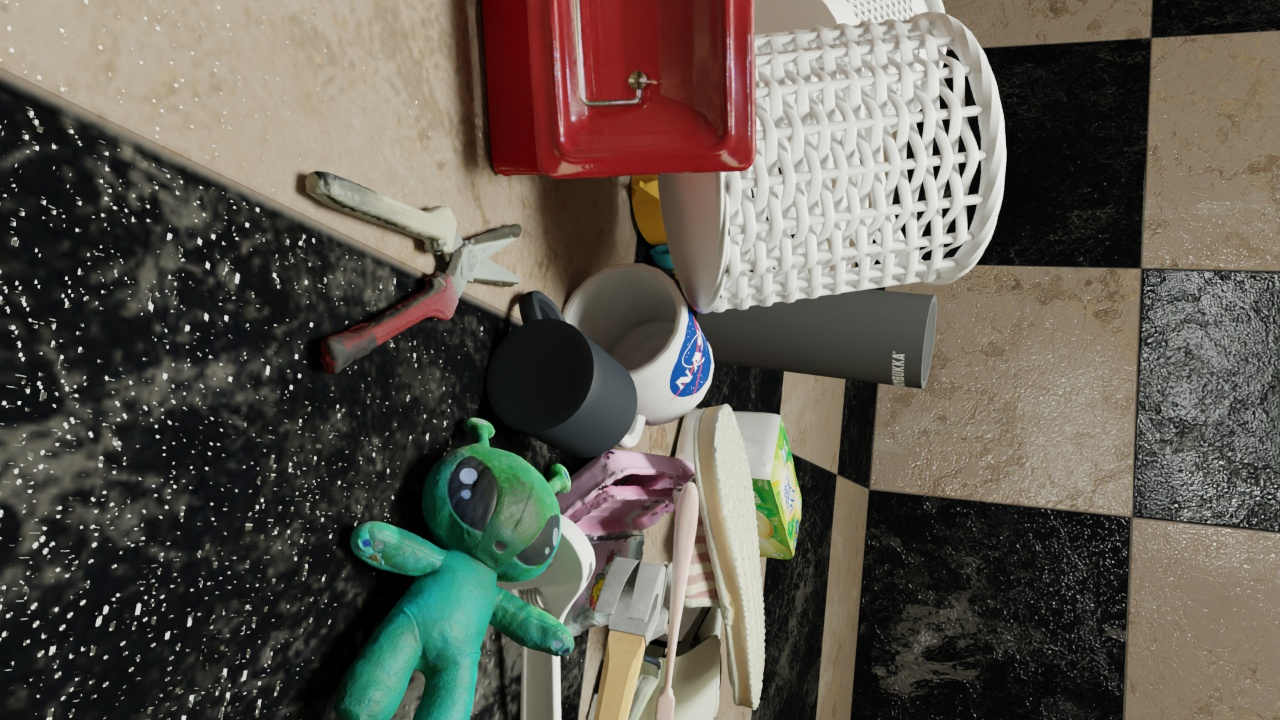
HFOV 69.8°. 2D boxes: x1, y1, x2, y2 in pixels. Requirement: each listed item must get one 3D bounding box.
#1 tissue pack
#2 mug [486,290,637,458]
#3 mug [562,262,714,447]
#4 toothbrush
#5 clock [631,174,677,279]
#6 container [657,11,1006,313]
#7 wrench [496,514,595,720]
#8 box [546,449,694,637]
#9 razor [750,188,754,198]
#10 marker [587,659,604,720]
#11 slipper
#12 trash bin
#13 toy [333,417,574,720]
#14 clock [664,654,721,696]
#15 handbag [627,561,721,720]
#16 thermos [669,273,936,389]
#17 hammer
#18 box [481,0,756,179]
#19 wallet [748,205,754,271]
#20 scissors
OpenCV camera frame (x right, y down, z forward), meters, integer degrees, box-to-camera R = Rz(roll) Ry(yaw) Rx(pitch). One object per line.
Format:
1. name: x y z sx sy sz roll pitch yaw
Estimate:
1. tissue pack: 0.098 0.159 0.946 0.198 0.120 0.141 59 38 -48
2. mug: -0.053 0.004 0.585 0.077 0.071 0.105 41 28 -65
3. mug: -0.004 0.004 0.666 0.090 0.091 0.121 54 45 -60
4. toothbrush: 0.026 0.173 0.654 0.018 0.016 0.181 -67 163 -81
5. clock: 0.028 -0.135 0.800 0.129 0.044 0.099 52 45 -51
6. container: 0.120 -0.136 0.644 0.189 0.186 0.189 171 -89 -81
7. wrench: -0.065 0.223 0.596 0.018 0.066 0.273 -37 132 -64
8. box: -0.024 0.133 0.709 0.153 0.066 0.201 -58 159 3
9. razor: 0.105 -0.153 0.997 0.047 0.052 0.143 -58 151 -57
10. marker: -0.044 0.314 0.727 0.011 0.011 0.151 63 36 -54
11. slipper: 0.061 0.159 0.720 0.114 0.052 0.263 -60 143 -61
12. trash bin: 0.151 -0.274 0.821 0.199 0.196 0.196 -36 127 -52
13. toy: -0.093 0.111 0.482 0.130 0.073 0.192 40 47 -20
14. clock: 0.054 0.323 0.946 0.091 0.043 0.120 74 28 -43
15. handbag: 0.022 0.285 0.791 0.175 0.074 0.151 -50 148 -49
16. thermos: 0.140 -0.030 0.840 0.082 0.241 0.082 8 89 -67
17. hammer: -0.032 0.284 0.575 0.131 0.039 0.327 84 17 -59
18. box: -0.014 -0.192 0.553 0.170 0.156 0.157 -82 171 -75
19. wallet: 0.092 -0.119 0.946 0.120 0.013 0.087 -20 131 -53
20. scissors: -0.112 -0.049 0.477 0.179 0.015 0.184 66 33 -52
